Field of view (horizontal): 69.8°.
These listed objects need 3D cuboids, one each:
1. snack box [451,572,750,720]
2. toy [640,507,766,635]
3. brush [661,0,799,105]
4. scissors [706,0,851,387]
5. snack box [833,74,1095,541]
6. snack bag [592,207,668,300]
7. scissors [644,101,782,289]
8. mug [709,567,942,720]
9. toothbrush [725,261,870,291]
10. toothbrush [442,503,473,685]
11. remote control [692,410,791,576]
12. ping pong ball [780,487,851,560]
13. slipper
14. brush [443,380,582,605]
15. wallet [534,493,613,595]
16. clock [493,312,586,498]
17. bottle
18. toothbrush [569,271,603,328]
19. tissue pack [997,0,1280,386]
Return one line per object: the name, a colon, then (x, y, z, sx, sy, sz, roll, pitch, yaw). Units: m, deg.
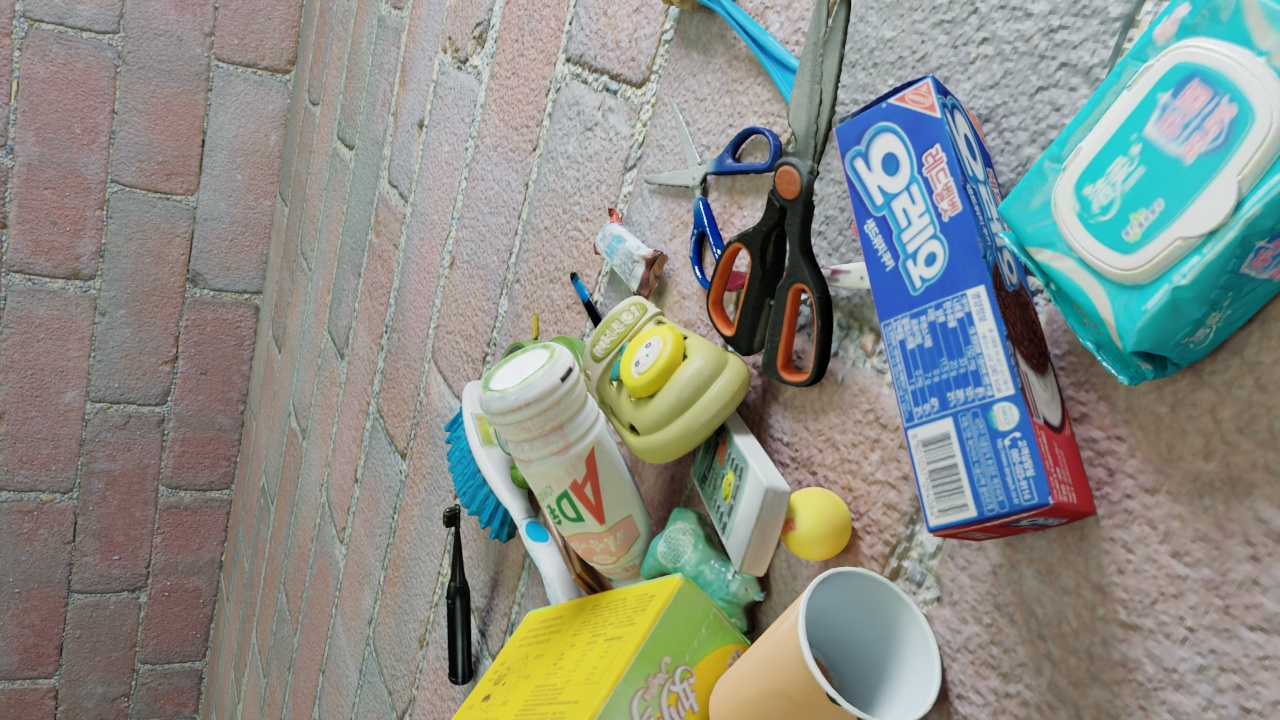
snack box: (-0.046, 0.229, 0.588, 0.211, 0.070, 0.157, -32, 15, 51)
toy: (0.048, 0.130, 0.587, 0.092, 0.030, 0.097, 42, 115, 31)
brush: (0.062, -0.239, 0.623, 0.083, 0.045, 0.254, -55, 45, 34)
scissors: (0.095, -0.080, 0.498, 0.148, 0.021, 0.235, 55, 145, 18)
snack box: (0.142, -0.026, 0.418, 0.057, 0.058, 0.207, -24, 64, 37)
snack bag: (-0.011, -0.085, 0.727, 0.045, 0.026, 0.105, -62, 37, 18)
scissors: (0.046, -0.124, 0.652, 0.163, 0.012, 0.174, -25, 63, 57)
mug: (0.088, 0.170, 0.481, 0.123, 0.078, 0.078, -58, 39, 46)
toothbrush: (0.106, -0.047, 0.537, 0.188, 0.017, 0.016, 5, 86, 57)
toothbrush: (-0.185, 0.237, 0.924, 0.026, 0.027, 0.213, 34, 129, 50)
remote control: (0.057, 0.074, 0.552, 0.135, 0.019, 0.056, -114, 38, -71)
ping pong ball: (0.096, 0.090, 0.506, 0.040, 0.040, 0.040, -14, 73, 58)
slipper: (-0.004, 0.004, 0.624, 0.091, 0.081, 0.190, -49, 25, -4)
brush: (-0.117, 0.137, 0.838, 0.314, 0.060, 0.110, 64, 144, 37)
wallet: (-0.046, 0.139, 0.698, 0.020, 0.101, 0.115, -32, 48, 1)
clock: (-0.082, 0.048, 0.799, 0.116, 0.056, 0.161, -58, 40, 39)
bottle: (-0.036, 0.084, 0.622, 0.068, 0.068, 0.197, 19, 141, 59)
toothbrush: (-0.031, -0.023, 0.764, 0.014, 0.016, 0.189, -61, 37, 27)
tissue pack: (0.202, -0.066, 0.341, 0.134, 0.050, 0.093, -60, 39, 36)
